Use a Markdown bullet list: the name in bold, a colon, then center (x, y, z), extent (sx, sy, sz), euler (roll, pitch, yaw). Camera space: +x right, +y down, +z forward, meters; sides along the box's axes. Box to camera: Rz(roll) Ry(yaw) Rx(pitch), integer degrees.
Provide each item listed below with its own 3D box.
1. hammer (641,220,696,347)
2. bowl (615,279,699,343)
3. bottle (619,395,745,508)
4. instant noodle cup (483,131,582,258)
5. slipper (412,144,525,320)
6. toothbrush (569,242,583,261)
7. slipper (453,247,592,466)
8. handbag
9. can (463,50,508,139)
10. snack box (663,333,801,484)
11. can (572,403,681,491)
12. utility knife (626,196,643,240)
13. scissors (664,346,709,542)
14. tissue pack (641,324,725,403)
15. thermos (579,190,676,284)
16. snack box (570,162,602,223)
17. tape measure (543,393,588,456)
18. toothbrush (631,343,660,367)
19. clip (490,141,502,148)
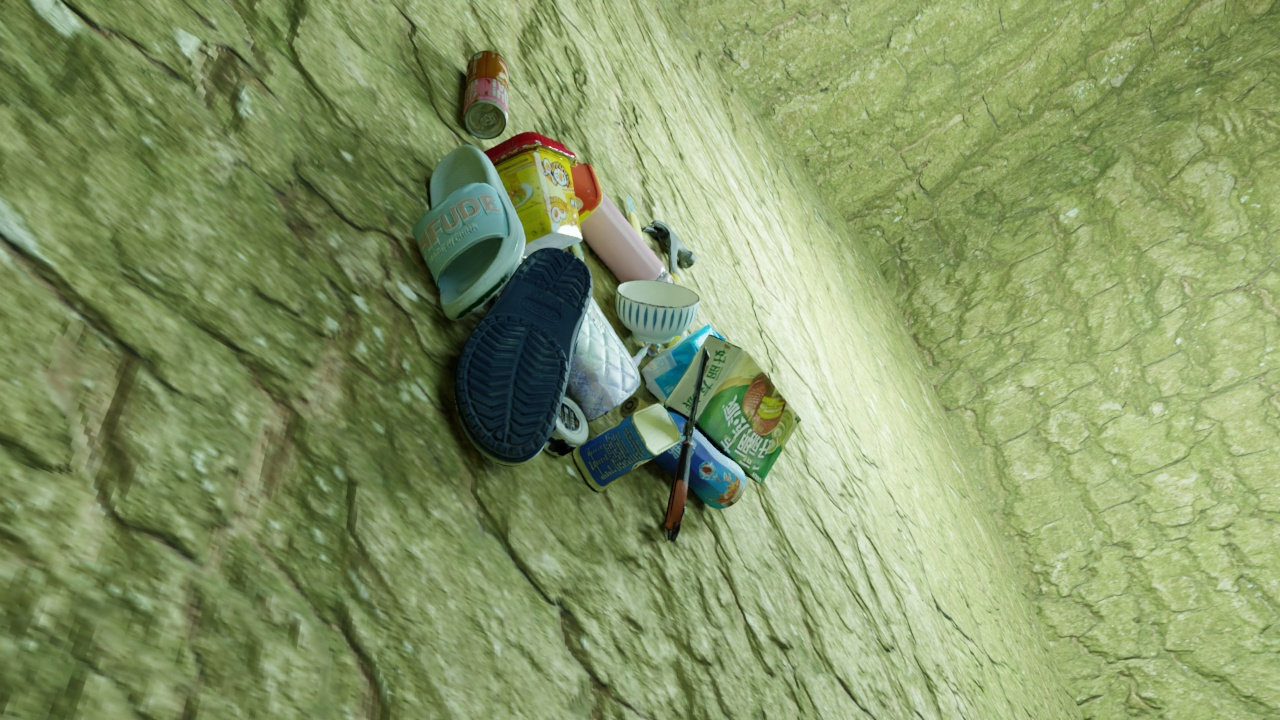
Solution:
- **hammer**: center (0.052, -0.120, 1.483), extent (0.126, 0.032, 0.322), euler (44, 26, -30)
- **bowl**: center (0.021, -0.064, 1.272), extent (0.116, 0.116, 0.066), euler (-56, 155, -66)
- **bottle**: center (0.050, 0.111, 1.124), extent (0.218, 0.065, 0.065), euler (42, 27, -39)
- **instant noodle cup**: center (-0.133, -0.194, 1.110), extent (0.116, 0.116, 0.123), euler (1, 72, -64)
- **slipper**: center (-0.185, -0.147, 0.947), extent (0.074, 0.104, 0.245), euler (38, 25, -44)
- **toothbrush**: center (-0.111, -0.208, 1.285), extent (0.018, 0.016, 0.191), euler (13, 48, -46)
- **slipper**: center (-0.119, -0.006, 0.910), extent (0.105, 0.095, 0.252), euler (21, 54, -7)
- **handbag**: center (-0.079, -0.031, 1.040), extent (0.194, 0.076, 0.134), euler (56, 21, -3)
- **can**: center (-0.205, -0.357, 1.226), extent (0.058, 0.058, 0.147), euler (40, 28, -36)
- **snack box**: center (0.128, 0.070, 1.226), extent (0.063, 0.114, 0.240), euler (27, -11, 36)
- **can**: center (-0.013, 0.093, 1.005), extent (0.057, 0.083, 0.102), euler (60, 23, 5)
- **utility knife**: center (-0.003, -0.204, 1.494), extent (0.031, 0.021, 0.198), euler (41, 34, -46)
- **scissors**: center (0.053, 0.096, 1.027), extent (0.015, 0.206, 0.196), euler (11, 45, 0)
- **tissue pack**: center (0.066, 0.005, 1.271), extent (0.063, 0.090, 0.139), euler (58, 23, -3)
- **thermos**: center (-0.017, -0.158, 1.340), extent (0.198, 0.067, 0.087), euler (47, 36, -21)
- **snack box**: center (-0.108, -0.223, 1.216), extent (0.080, 0.091, 0.082), euler (20, 42, -45)
- **tape measure**: center (-0.087, 0.066, 0.955), extent (0.066, 0.034, 0.065), euler (45, 27, -23)
- **toothbrush**: center (-0.007, 0.007, 1.214), extent (0.021, 0.029, 0.188), euler (18, 22, 11)
- **clip**: center (-0.175, -0.263, 1.219), extent (0.058, 0.041, 0.026), euler (65, 21, 6)
